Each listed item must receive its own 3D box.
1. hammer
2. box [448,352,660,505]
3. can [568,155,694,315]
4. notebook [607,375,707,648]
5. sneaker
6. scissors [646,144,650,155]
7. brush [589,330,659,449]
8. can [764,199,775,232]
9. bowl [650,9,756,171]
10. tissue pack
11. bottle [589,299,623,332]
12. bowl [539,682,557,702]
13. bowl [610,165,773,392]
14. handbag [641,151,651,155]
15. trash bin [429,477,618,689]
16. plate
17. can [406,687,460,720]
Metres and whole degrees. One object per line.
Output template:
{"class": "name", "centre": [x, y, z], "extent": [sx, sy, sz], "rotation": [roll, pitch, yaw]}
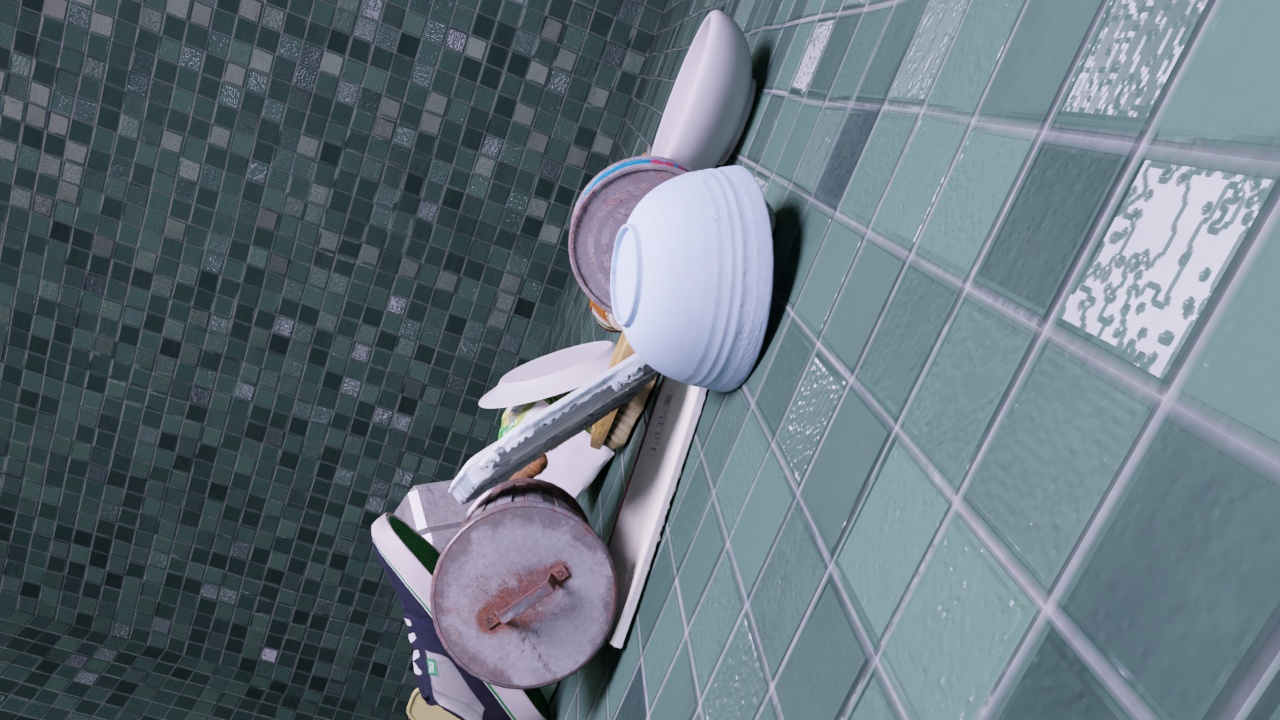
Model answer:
{"class": "hammer", "centre": [-0.163, 0.167, 0.954], "extent": [0.319, 0.082, 0.162], "rotation": [-48, 56, 47]}
{"class": "box", "centre": [-0.050, 0.038, 0.733], "extent": [0.208, 0.037, 0.189], "rotation": [-32, -9, -29]}
{"class": "can", "centre": [0.007, -0.098, 0.749], "extent": [0.044, 0.130, 0.130], "rotation": [-95, 25, -69]}
{"class": "notebook", "centre": [0.003, 0.108, 0.730], "extent": [0.153, 0.012, 0.208], "rotation": [166, 123, -80]}
{"class": "sneaker", "centre": [-0.172, 0.241, 0.787], "extent": [0.079, 0.235, 0.084], "rotation": [-34, 9, -4]}
{"class": "scissors", "centre": [0.008, -0.120, 0.898], "extent": [0.225, 0.016, 0.217], "rotation": [-124, 25, -73]}
{"class": "brush", "centre": [-0.005, 0.005, 0.884], "extent": [0.059, 0.043, 0.196], "rotation": [-88, 18, -65]}
{"class": "can", "centre": [0.066, -0.089, 0.670], "extent": [0.080, 0.038, 0.038], "rotation": [134, 154, -69]}
{"class": "bowl", "centre": [0.066, -0.241, 0.888], "extent": [0.176, 0.066, 0.176], "rotation": [-162, 91, -81]}
{"class": "tissue pack", "centre": [-0.077, 0.057, 1.034], "extent": [0.141, 0.120, 0.197], "rotation": [-52, 17, 3]}
{"class": "bottle", "centre": [-0.027, -0.061, 1.093], "extent": [0.167, 0.059, 0.059], "rotation": [-127, 56, -79]}
{"class": "bowl", "centre": [-0.129, 0.268, 0.897], "extent": [0.151, 0.077, 0.150], "rotation": [-51, 28, 40]}
{"class": "bowl", "centre": [0.023, -0.054, 0.606], "extent": [0.151, 0.074, 0.150], "rotation": [180, 91, -74]}
{"class": "handbag", "centre": [-0.006, -0.187, 1.075], "extent": [0.117, 0.113, 0.186], "rotation": [-56, 15, 32]}
{"class": "trash bin", "centre": [-0.091, 0.165, 0.723], "extent": [0.211, 0.131, 0.130], "rotation": [174, 115, -83]}
{"class": "plate", "centre": [-0.089, 0.008, 1.002], "extent": [0.188, 0.188, 0.016], "rotation": [-122, 14, -78]}
{"class": "can", "centre": [-0.192, 0.366, 1.031], "extent": [0.092, 0.116, 0.057], "rotation": [-85, 16, -65]}
